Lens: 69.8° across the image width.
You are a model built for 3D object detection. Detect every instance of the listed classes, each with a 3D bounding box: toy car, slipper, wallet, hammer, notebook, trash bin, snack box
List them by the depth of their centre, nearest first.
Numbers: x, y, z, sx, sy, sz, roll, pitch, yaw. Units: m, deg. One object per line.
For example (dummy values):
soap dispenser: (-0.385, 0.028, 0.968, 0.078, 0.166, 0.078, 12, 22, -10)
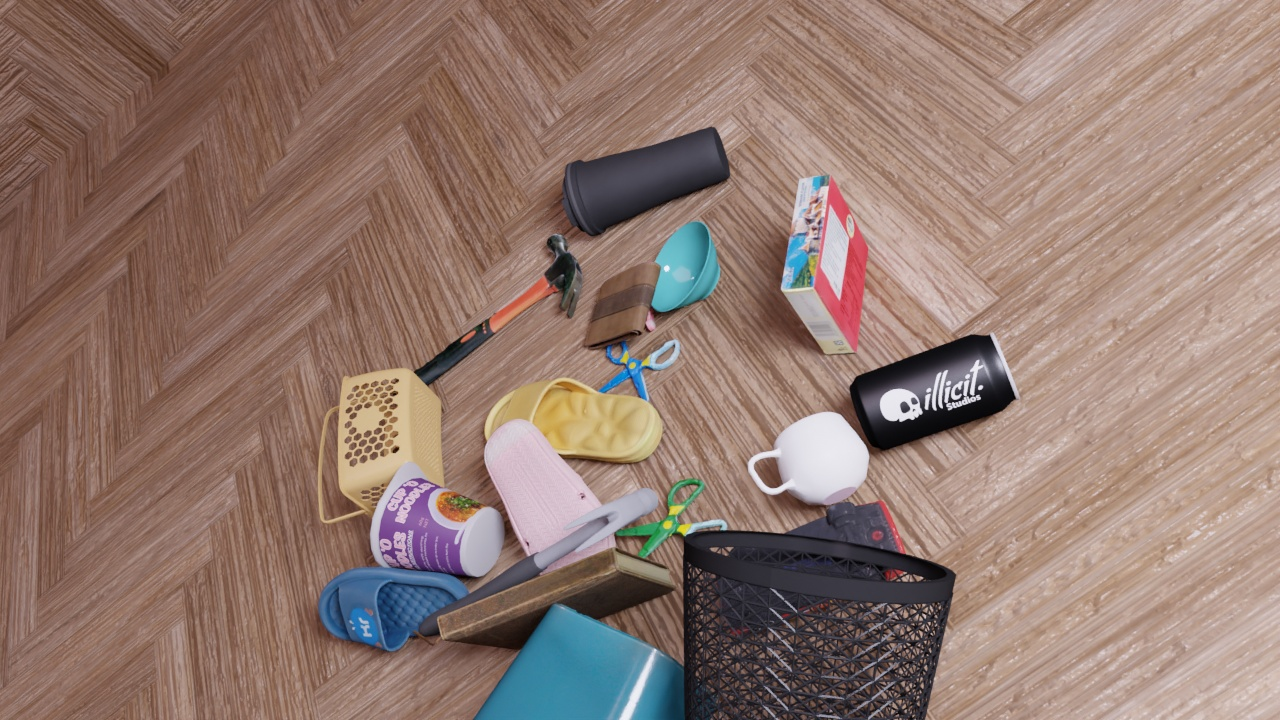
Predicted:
trash bin: (0.130, 0.278, 0.744, 0.217, 0.216, 0.243, 5, 87, 34)
trash bin: (-0.054, 0.368, 0.848, 0.197, 0.199, 0.218, 13, 63, 36)
toy car: (0.162, 0.203, 0.895, 0.190, 0.056, 0.081, -26, 51, 16)
notebook: (-0.095, 0.247, 0.942, 0.216, 0.190, 0.034, -25, 63, 16)
hammer: (-0.125, 0.224, 0.978, 0.312, 0.124, 0.029, -34, 80, 22)
snack box: (0.205, -0.102, 1.001, 0.040, 0.142, 0.144, -4, 60, 31)
slipper: (-0.103, 0.163, 1.057, 0.107, 0.055, 0.221, -40, 70, 13)
slipper: (-0.297, 0.296, 1.092, 0.214, 0.104, 0.059, -10, 17, 20)
slipper: (-0.097, 0.069, 1.126, 0.264, 0.078, 0.099, 4, 61, 34)
wallet: (-0.023, -0.069, 1.175, 0.121, 0.027, 0.098, -15, 54, 52)
hammer: (-0.222, -0.041, 1.304, 0.333, 0.033, 0.133, -35, 50, 10)

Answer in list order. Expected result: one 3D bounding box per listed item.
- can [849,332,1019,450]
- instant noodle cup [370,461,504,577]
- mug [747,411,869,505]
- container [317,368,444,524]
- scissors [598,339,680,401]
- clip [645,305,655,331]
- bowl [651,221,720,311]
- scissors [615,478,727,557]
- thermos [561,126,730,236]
can: (0.288, 0.031, 0.908, 0.146, 0.080, 0.080, -22, 53, 19)
instant noodle cup: (-0.237, 0.200, 1.109, 0.122, 0.121, 0.137, 9, 99, 25)
mug: (0.168, 0.106, 0.916, 0.123, 0.090, 0.076, -12, 59, -19)
container: (-0.359, 0.116, 1.226, 0.167, 0.129, 0.183, -18, 53, 10)
scissors: (-0.005, 0.006, 1.152, 0.130, 0.013, 0.125, -31, 49, 15)
clip: (0.002, -0.058, 1.182, 0.050, 0.023, 0.058, -30, 56, 12)
bowl: (0.064, -0.108, 1.143, 0.121, 0.046, 0.121, -38, 40, 40)
scissors: (0.037, 0.187, 1.000, 0.117, 0.012, 0.129, 31, 69, 36)
thermos: (0.007, -0.248, 1.248, 0.219, 0.106, 0.105, -16, 55, 17)
